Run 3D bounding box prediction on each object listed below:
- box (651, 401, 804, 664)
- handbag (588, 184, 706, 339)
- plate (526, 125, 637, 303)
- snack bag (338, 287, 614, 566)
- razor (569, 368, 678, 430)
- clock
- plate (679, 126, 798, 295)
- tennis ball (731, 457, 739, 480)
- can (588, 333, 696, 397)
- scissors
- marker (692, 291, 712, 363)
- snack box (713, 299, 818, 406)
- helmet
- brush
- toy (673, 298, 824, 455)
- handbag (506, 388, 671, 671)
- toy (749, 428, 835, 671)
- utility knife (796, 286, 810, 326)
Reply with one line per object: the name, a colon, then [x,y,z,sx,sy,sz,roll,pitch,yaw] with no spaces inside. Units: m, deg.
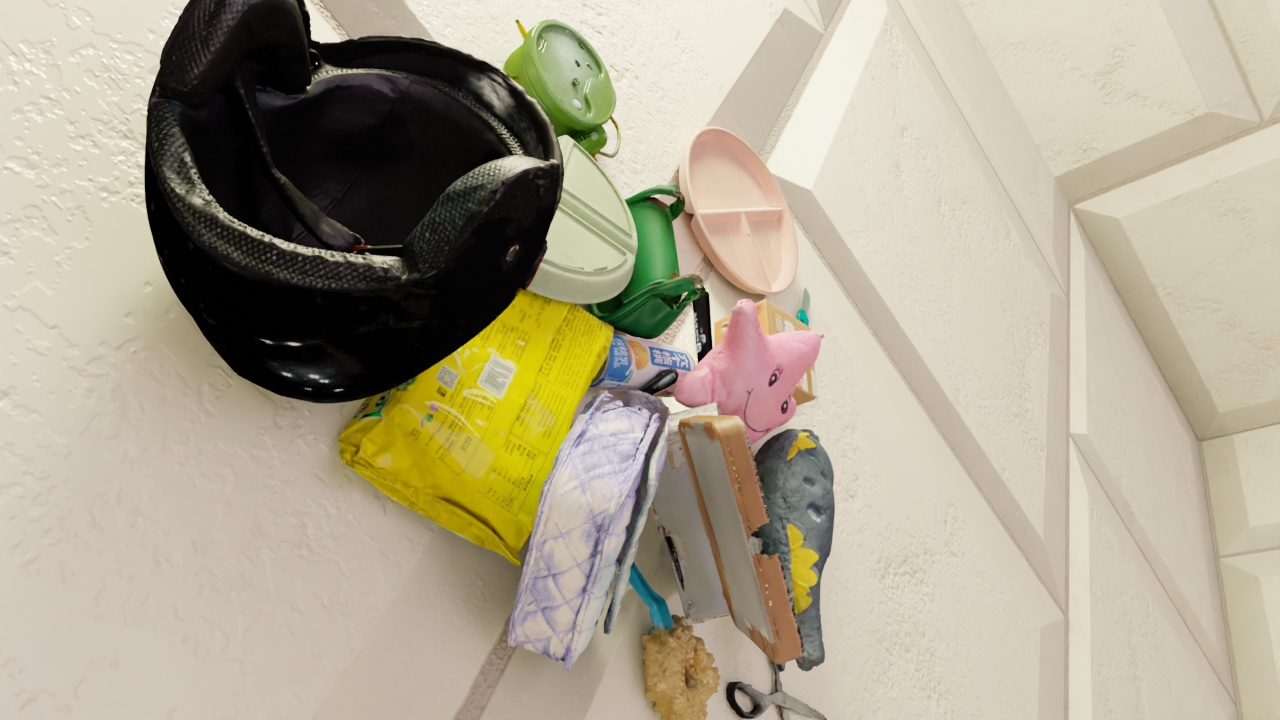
box: [0.056,0.130,0.755,0.262,0.088,0.178,-34,109,-87]
handbag: [0.005,-0.094,0.897,0.068,0.120,0.131,20,54,-42]
plate: [-0.092,-0.146,0.794,0.230,0.028,0.229,29,37,-25]
snack bag: [-0.116,0.021,0.715,0.158,0.068,0.245,35,48,-18]
razor: [-0.014,0.043,0.842,0.142,0.022,0.043,-36,121,-37]
clock: [-0.074,-0.272,0.945,0.161,0.056,0.115,38,47,-32]
plate: [0.125,-0.187,1.166,0.229,0.028,0.229,24,55,-41]
tennis ball: [0.076,0.126,0.918,0.065,0.066,0.065,26,54,-41]
can: [-0.005,0.005,0.890,0.134,0.053,0.053,10,65,-48]
scissors: [0.142,0.346,0.930,0.159,0.014,0.177,-4,76,-51]
marker: [0.073,-0.016,1.023,0.022,0.020,0.131,19,58,-42]
snack box: [0.143,-0.001,1.053,0.092,0.077,0.094,26,52,-41]
helmet: [-0.178,-0.104,0.595,0.233,0.231,0.273,38,39,4]
brush: [-0.002,0.204,0.814,0.083,0.046,0.254,-28,90,-49]
toy: [0.115,0.016,0.928,0.178,0.074,0.195,-37,136,-13]
handbag: [-0.036,0.130,0.682,0.075,0.194,0.133,21,38,6]
toy: [0.162,0.150,0.963,0.355,0.091,0.138,-72,145,-59]
utility knife: [0.208,-0.026,1.197,0.029,0.013,0.192,42,44,-29]
